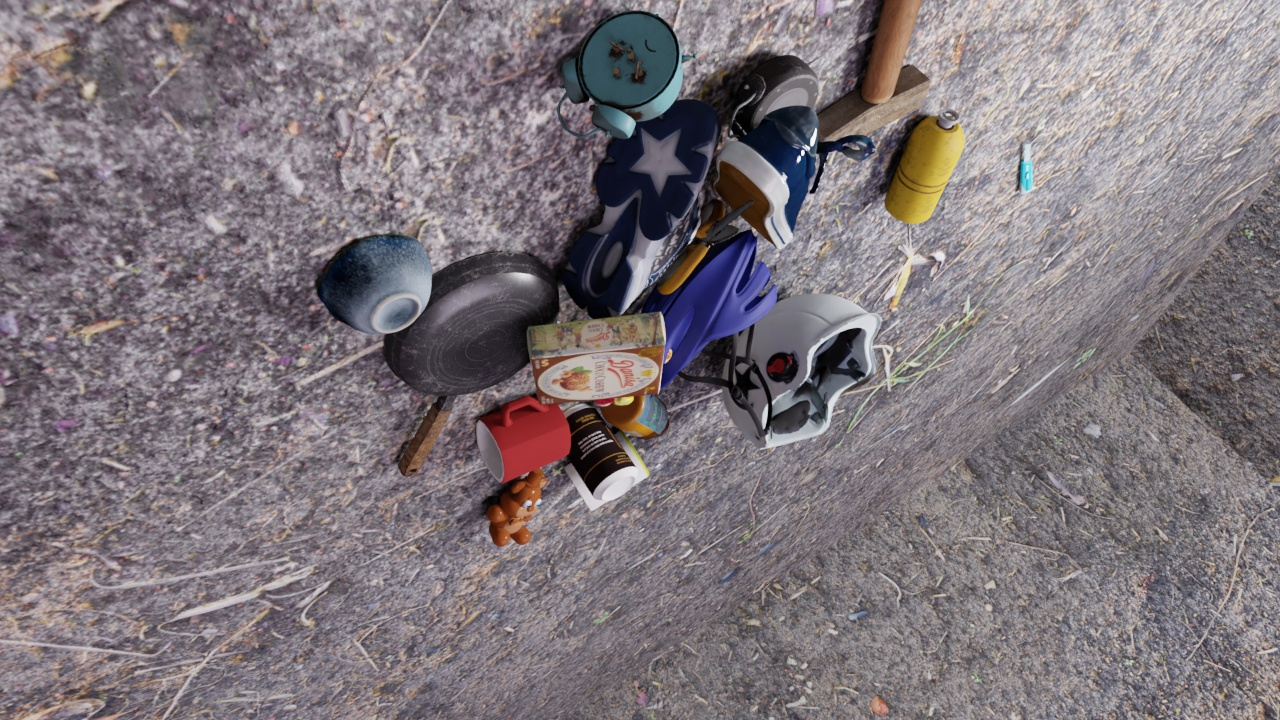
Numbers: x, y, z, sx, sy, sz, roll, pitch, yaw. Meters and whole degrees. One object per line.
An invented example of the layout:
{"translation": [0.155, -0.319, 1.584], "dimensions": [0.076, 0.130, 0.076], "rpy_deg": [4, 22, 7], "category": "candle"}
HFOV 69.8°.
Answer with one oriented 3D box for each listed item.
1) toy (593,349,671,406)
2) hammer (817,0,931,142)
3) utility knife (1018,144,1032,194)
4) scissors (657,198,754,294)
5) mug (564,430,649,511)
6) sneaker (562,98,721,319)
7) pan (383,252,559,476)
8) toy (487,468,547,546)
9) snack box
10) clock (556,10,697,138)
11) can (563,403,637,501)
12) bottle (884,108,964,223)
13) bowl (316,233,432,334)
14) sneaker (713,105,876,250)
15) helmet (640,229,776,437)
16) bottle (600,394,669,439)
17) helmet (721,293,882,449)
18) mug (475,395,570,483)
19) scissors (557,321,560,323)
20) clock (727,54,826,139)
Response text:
{"translation": [-0.007, 0.007, 1.226], "dimensions": [0.137, 0.067, 0.106], "rpy_deg": [-35, 148, -20], "category": "toy"}
{"translation": [0.268, -0.364, 0.973], "dimensions": [0.157, 0.037, 0.301], "rpy_deg": [-28, 152, -16], "category": "hammer"}
{"translation": [0.631, -0.315, 1.505], "dimensions": [0.022, 0.015, 0.158], "rpy_deg": [-16, 157, 18], "category": "utility knife"}
{"translation": [0.068, -0.123, 0.982], "dimensions": [0.166, 0.016, 0.225], "rpy_deg": [-58, -169, 5], "category": "scissors"}
{"translation": [-0.052, 0.169, 1.407], "dimensions": [0.106, 0.082, 0.082], "rpy_deg": [-32, 153, -6], "category": "mug"}
{"translation": [0.022, -0.162, 0.971], "dimensions": [0.132, 0.103, 0.270], "rpy_deg": [-29, 157, -47], "category": "sneaker"}
{"translation": [-0.207, 0.025, 1.032], "dimensions": [0.207, 0.040, 0.358], "rpy_deg": [-5, 138, -41], "category": "pan"}
{"translation": [-0.176, 0.215, 1.358], "dimensions": [0.094, 0.065, 0.128], "rpy_deg": [-2, 133, -53], "category": "toy"}
{"translation": [-0.048, 0.001, 1.025], "dimensions": [0.147, 0.041, 0.143], "rpy_deg": [-6, 157, -5], "category": "snack box"}
{"translation": [-0.017, -0.239, 0.786], "dimensions": [0.124, 0.090, 0.053], "rpy_deg": [-40, 163, 6], "category": "clock"}
{"translation": [-0.063, 0.128, 1.273], "dimensions": [0.071, 0.128, 0.072], "rpy_deg": [-28, 152, -16], "category": "can"}
{"translation": [0.387, -0.267, 1.234], "dimensions": [0.071, 0.071, 0.164], "rpy_deg": [-25, 151, -21], "category": "bottle"}
{"translation": [-0.236, -0.061, 0.850], "dimensions": [0.110, 0.055, 0.110], "rpy_deg": [-28, 151, -17], "category": "bowl"}
{"translation": [0.157, -0.200, 0.979], "dimensions": [0.127, 0.120, 0.294], "rpy_deg": [-47, 172, 1], "category": "sneaker"}
{"translation": [0.109, -0.024, 1.130], "dimensions": [0.242, 0.227, 0.147], "rpy_deg": [-49, 177, 22], "category": "helmet"}
{"translation": [0.002, 0.079, 1.340], "dimensions": [0.068, 0.068, 0.157], "rpy_deg": [-40, 153, 7], "category": "bottle"}
{"translation": [0.227, -0.002, 1.370], "dimensions": [0.236, 0.163, 0.265], "rpy_deg": [-9, 137, -49], "category": "helmet"}
{"translation": [-0.148, 0.088, 1.168], "dimensions": [0.096, 0.080, 0.117], "rpy_deg": [-21, 143, -27], "category": "mug"}
{"translation": [-0.103, -0.018, 1.123], "dimensions": [0.084, 0.012, 0.133], "rpy_deg": [-44, 152, 18], "category": "scissors"}
{"translation": [0.135, -0.273, 0.954], "dimensions": [0.122, 0.043, 0.091], "rpy_deg": [-22, 152, -22], "category": "clock"}
